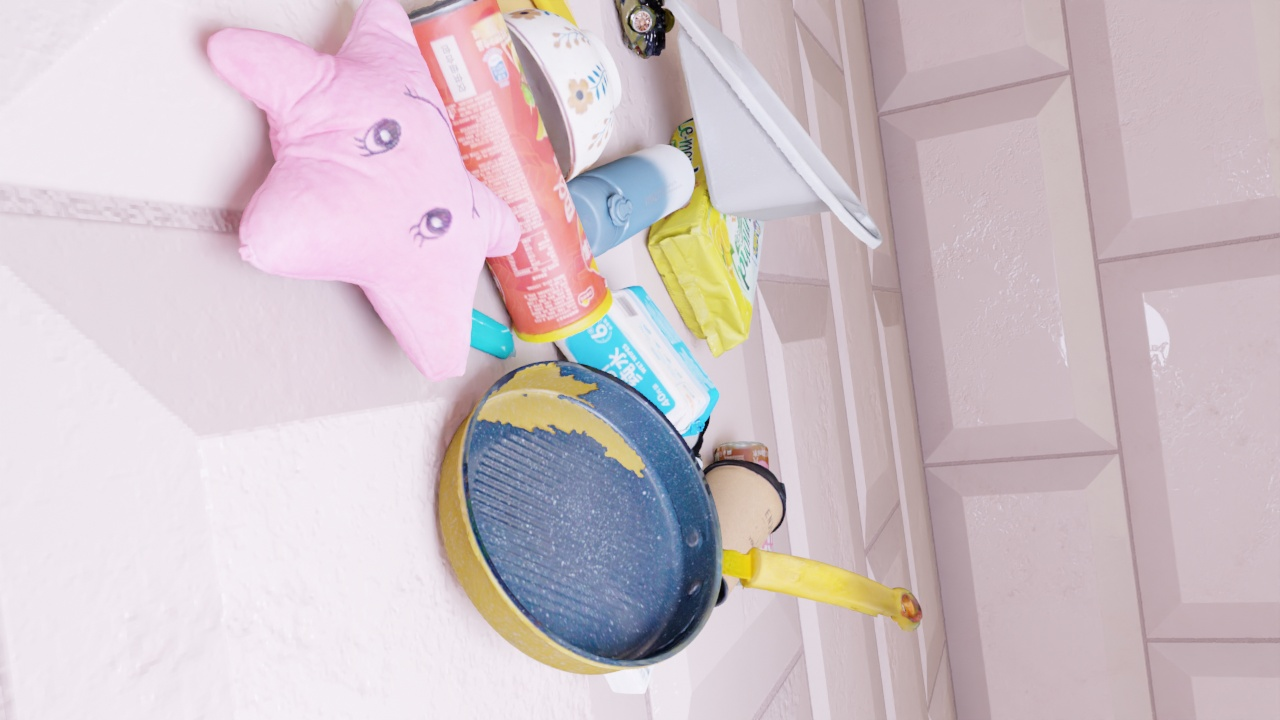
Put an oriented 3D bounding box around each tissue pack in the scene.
[{"bbox_3d":[-0.004,0.004,0.701,0.140,0.063,0.089,53,22,6],"label":"tissue pack"}]

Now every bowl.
[{"bbox_3d":[-0.053,-0.182,0.610,0.062,0.113,0.113,-33,121,-20],"label":"bowl"}]

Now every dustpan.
[{"bbox_3d":[0.145,-0.225,0.894,0.222,0.143,0.257,-14,95,-67],"label":"dustpan"}]

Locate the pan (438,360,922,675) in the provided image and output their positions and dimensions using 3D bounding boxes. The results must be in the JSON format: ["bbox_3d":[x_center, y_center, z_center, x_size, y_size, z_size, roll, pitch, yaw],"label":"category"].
[{"bbox_3d":[0.040,0.121,0.596,0.357,0.078,0.197,29,45,-27],"label":"pan"}]

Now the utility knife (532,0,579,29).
[{"bbox_3d":[-0.077,-0.279,0.691,0.173,0.015,0.033,51,45,-52],"label":"utility knife"}]

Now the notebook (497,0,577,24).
[{"bbox_3d":[-0.084,-0.266,0.708,0.145,0.010,0.206,-68,143,-49],"label":"notebook"}]

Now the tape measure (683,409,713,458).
[{"bbox_3d":[0.027,0.050,0.800,0.033,0.066,0.066,-42,149,-59],"label":"tape measure"}]

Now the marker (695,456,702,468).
[{"bbox_3d":[0.037,0.133,0.857,0.130,0.023,0.018,-66,148,-54],"label":"marker"}]

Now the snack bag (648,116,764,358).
[{"bbox_3d":[0.072,-0.145,0.959,0.158,0.068,0.245,60,32,-41],"label":"snack bag"}]

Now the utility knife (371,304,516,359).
[{"bbox_3d":[-0.115,-0.024,0.561,0.160,0.013,0.029,30,59,-65],"label":"utility knife"}]

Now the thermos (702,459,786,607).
[{"bbox_3d":[0.079,0.161,0.866,0.142,0.093,0.093,-52,130,-50],"label":"thermos"}]

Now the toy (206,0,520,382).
[{"bbox_3d":[-0.131,-0.078,0.456,0.195,0.075,0.178,65,35,-20],"label":"toy"}]

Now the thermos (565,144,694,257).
[{"bbox_3d":[-0.014,-0.133,0.756,0.219,0.070,0.070,-46,125,-62],"label":"thermos"}]

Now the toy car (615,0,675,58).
[{"bbox_3d":[-0.005,-0.372,0.881,0.070,0.042,0.158,-38,119,-64],"label":"toy car"}]

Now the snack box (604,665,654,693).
[{"bbox_3d":[0.000,0.147,0.655,0.156,0.027,0.085,-64,140,-50],"label":"snack box"}]

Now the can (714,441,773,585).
[{"bbox_3d":[0.109,0.161,0.965,0.058,0.058,0.147,29,57,-62],"label":"can"}]

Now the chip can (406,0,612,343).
[{"bbox_3d":[-0.086,-0.117,0.582,0.073,0.073,0.217,-64,139,-52],"label":"chip can"}]
